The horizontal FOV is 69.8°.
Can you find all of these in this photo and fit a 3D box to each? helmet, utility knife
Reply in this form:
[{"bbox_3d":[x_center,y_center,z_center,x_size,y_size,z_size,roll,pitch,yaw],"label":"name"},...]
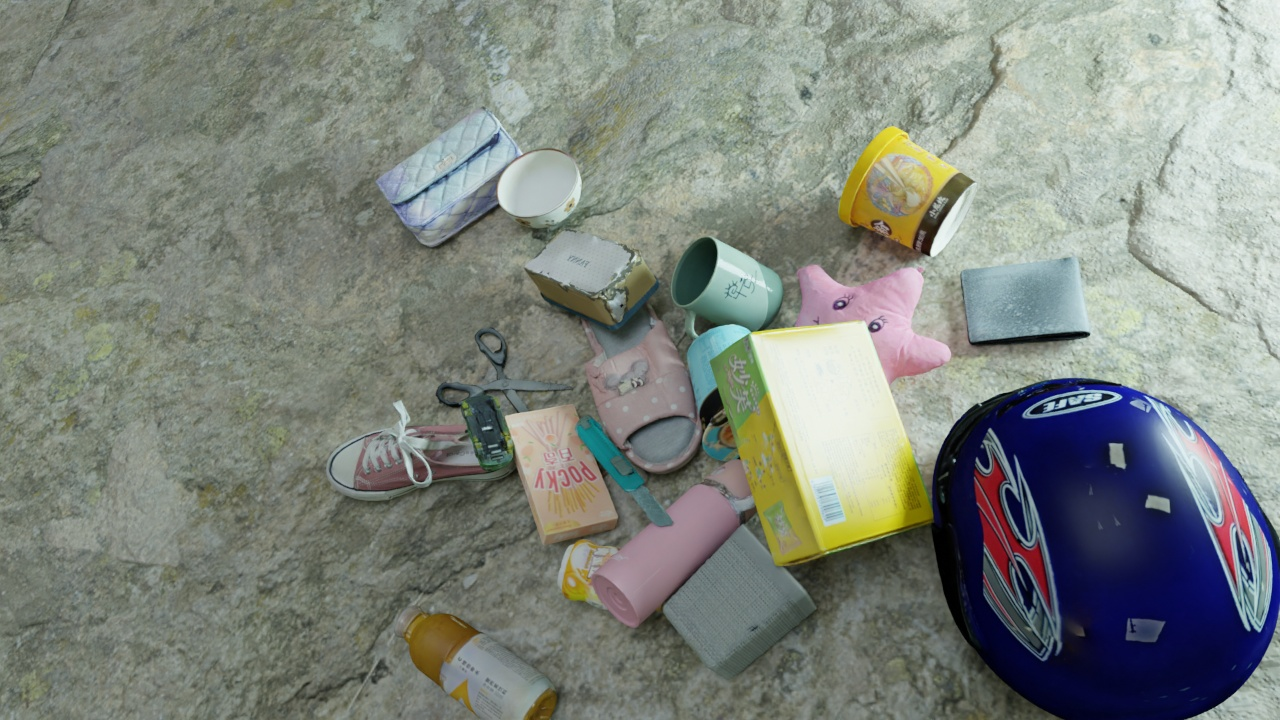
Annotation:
[{"bbox_3d":[0.366,0.133,0.756,0.247,0.240,0.314,-13,58,8],"label":"helmet"},{"bbox_3d":[-0.021,0.111,0.960,0.029,0.013,0.216,-26,36,-16],"label":"utility knife"}]

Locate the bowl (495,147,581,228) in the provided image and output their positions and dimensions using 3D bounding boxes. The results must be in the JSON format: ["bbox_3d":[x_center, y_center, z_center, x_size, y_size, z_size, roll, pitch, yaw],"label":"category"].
[{"bbox_3d":[-0.127,-0.219,1.214,0.113,0.062,0.113,-8,61,14],"label":"bowl"}]

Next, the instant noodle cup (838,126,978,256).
[{"bbox_3d":[0.302,-0.184,1.030,0.114,0.118,0.118,35,76,22],"label":"instant noodle cup"}]

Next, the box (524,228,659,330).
[{"bbox_3d":[-0.065,-0.102,1.102,0.089,0.060,0.184,-45,36,-14],"label":"box"}]

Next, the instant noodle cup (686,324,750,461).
[{"bbox_3d":[0.102,0.028,0.983,0.111,0.111,0.120,-22,51,5],"label":"instant noodle cup"}]

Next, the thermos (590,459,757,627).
[{"bbox_3d":[0.049,0.173,0.898,0.198,0.087,0.067,-35,100,-28],"label":"thermos"}]

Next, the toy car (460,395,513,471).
[{"bbox_3d":[-0.171,0.080,1.018,0.043,0.036,0.091,-11,61,-20],"label":"toy car"}]

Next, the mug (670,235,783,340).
[{"bbox_3d":[0.095,-0.067,1.027,0.082,0.106,0.111,15,83,59],"label":"mug"}]

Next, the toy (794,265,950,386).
[{"bbox_3d":[0.233,-0.038,0.986,0.178,0.074,0.194,-48,60,5],"label":"toy"}]

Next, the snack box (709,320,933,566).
[{"bbox_3d":[0.172,0.074,0.870,0.157,0.070,0.210,-7,73,-34],"label":"snack box"}]

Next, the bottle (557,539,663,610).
[{"bbox_3d":[-0.027,0.223,0.936,0.108,0.063,0.063,13,66,8],"label":"bottle"}]

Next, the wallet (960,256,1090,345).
[{"bbox_3d":[0.409,-0.063,0.982,0.121,0.019,0.097,-5,59,17],"label":"wallet"}]

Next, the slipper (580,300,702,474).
[{"bbox_3d":[-0.006,0.006,1.054,0.114,0.054,0.274,-24,55,5],"label":"slipper"}]

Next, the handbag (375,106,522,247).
[{"bbox_3d":[-0.257,-0.258,1.270,0.194,0.075,0.134,-36,57,-5],"label":"handbag"}]

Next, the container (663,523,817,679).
[{"bbox_3d":[0.093,0.234,0.877,0.114,0.090,0.090,-42,57,-4],"label":"container"}]

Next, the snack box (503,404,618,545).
[{"bbox_3d":[-0.090,0.122,1.012,0.084,0.026,0.157,-10,54,-22],"label":"snack box"}]

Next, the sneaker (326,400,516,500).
[{"bbox_3d":[-0.263,0.105,1.062,0.241,0.088,0.118,-7,60,13],"label":"sneaker"}]

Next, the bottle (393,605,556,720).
[{"bbox_3d":[-0.173,0.310,0.930,0.190,0.068,0.068,24,71,28],"label":"bottle"}]

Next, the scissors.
[{"bbox_3d":[-0.171,0.030,1.119,0.159,0.014,0.181,-27,58,2],"label":"scissors"}]
